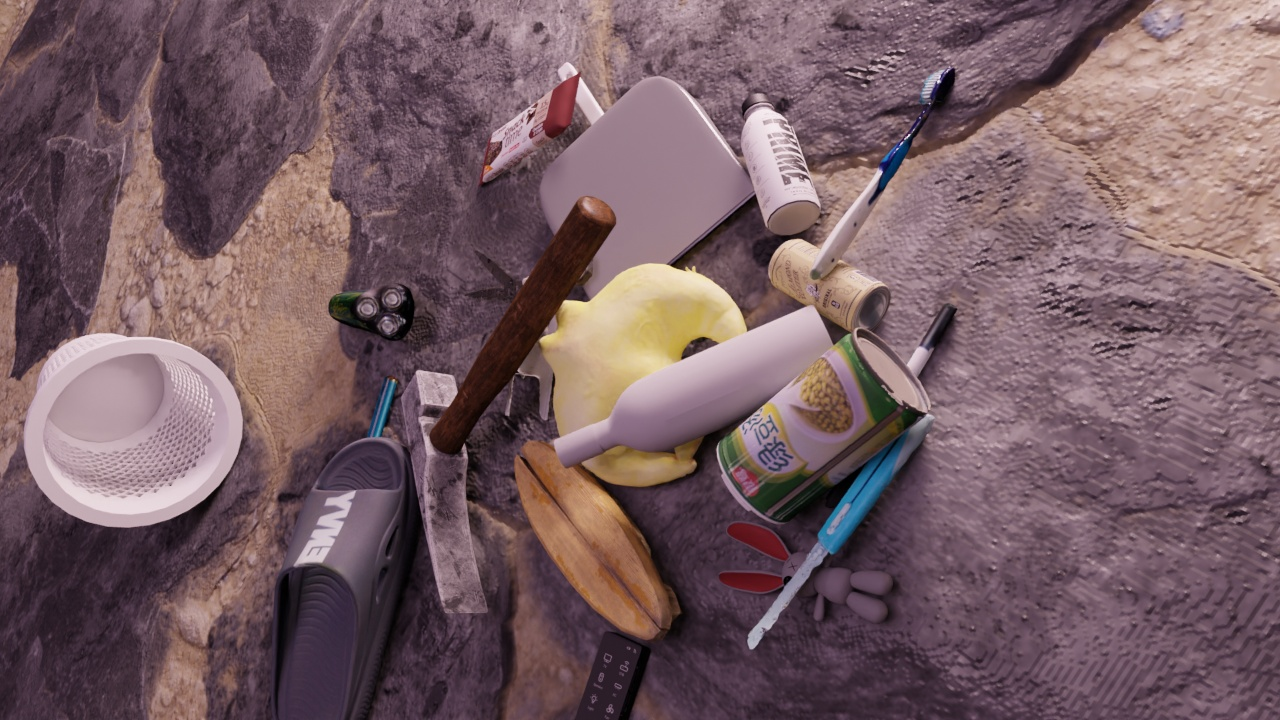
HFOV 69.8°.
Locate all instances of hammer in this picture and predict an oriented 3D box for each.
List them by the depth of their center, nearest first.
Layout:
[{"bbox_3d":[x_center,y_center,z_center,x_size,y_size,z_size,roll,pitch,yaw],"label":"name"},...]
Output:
[{"bbox_3d":[-0.094,0.023,0.681,0.301,0.037,0.217,-51,44,34],"label":"hammer"}]

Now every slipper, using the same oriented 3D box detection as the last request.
[{"bbox_3d":[-0.264,0.191,0.765,0.111,0.083,0.267,4,77,21],"label":"slipper"}]

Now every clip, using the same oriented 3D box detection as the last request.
[{"bbox_3d":[-0.093,-0.005,0.754,0.052,0.057,0.102,10,92,19],"label":"clip"}]

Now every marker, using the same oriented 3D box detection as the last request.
[{"bbox_3d":[0.159,0.030,0.585,0.011,0.011,0.152,31,91,40],"label":"marker"}]

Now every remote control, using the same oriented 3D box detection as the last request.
[{"bbox_3d":[-0.033,0.263,0.626,0.034,0.013,0.150,12,79,38],"label":"remote control"}]

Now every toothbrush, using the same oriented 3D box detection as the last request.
[{"bbox_3d":[0.163,-0.129,0.620,0.017,0.016,0.188,19,69,49],"label":"toothbrush"}]

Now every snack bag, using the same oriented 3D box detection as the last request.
[{"bbox_3d":[-0.106,-0.212,0.847,0.158,0.013,0.057,-16,58,49],"label":"snack bag"}]

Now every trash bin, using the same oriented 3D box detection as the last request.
[{"bbox_3d":[-0.564,0.054,0.996,0.200,0.195,0.195,18,83,49],"label":"trash bin"}]

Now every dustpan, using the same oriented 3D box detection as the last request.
[{"bbox_3d":[-0.020,-0.175,0.788,0.163,0.033,0.257,-39,62,18],"label":"dustpan"}]

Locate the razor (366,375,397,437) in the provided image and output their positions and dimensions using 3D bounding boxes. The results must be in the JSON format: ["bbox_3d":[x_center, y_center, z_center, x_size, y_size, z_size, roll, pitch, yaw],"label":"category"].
[{"bbox_3d":[-0.253,0.083,0.855,0.042,0.022,0.143,8,71,19],"label":"razor"}]

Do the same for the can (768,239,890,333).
[{"bbox_3d":[0.127,-0.051,0.623,0.079,0.038,0.038,38,95,39],"label":"can"}]

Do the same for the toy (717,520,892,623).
[{"bbox_3d":[0.102,0.133,0.571,0.112,0.030,0.049,9,88,38],"label":"toy"}]

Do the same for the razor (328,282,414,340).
[{"bbox_3d":[-0.269,-0.051,0.892,0.152,0.067,0.054,8,88,46],"label":"razor"}]

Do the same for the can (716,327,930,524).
[{"bbox_3d":[0.110,0.042,0.567,0.121,0.067,0.067,-44,52,26],"label":"can"}]

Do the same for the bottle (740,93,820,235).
[{"bbox_3d":[0.099,-0.150,0.682,0.041,0.041,0.116,-26,58,25],"label":"bottle"}]

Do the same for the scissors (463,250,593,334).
[{"bbox_3d":[-0.096,-0.058,0.793,0.166,0.012,0.157,-37,60,32],"label":"scissors"}]

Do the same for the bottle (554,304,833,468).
[{"bbox_3d":[0.034,0.026,0.615,0.195,0.052,0.052,-24,58,7],"label":"bottle"}]

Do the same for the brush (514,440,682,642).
[{"bbox_3d":[-0.034,0.126,0.663,0.059,0.043,0.195,-50,50,7],"label":"brush"}]

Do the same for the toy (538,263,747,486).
[{"bbox_3d":[-0.004,0.004,0.678,0.155,0.064,0.170,27,92,22],"label":"toy"}]

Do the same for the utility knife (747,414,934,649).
[{"bbox_3d":[0.121,0.103,0.554,0.178,0.015,0.022,-52,40,-10],"label":"utility knife"}]
